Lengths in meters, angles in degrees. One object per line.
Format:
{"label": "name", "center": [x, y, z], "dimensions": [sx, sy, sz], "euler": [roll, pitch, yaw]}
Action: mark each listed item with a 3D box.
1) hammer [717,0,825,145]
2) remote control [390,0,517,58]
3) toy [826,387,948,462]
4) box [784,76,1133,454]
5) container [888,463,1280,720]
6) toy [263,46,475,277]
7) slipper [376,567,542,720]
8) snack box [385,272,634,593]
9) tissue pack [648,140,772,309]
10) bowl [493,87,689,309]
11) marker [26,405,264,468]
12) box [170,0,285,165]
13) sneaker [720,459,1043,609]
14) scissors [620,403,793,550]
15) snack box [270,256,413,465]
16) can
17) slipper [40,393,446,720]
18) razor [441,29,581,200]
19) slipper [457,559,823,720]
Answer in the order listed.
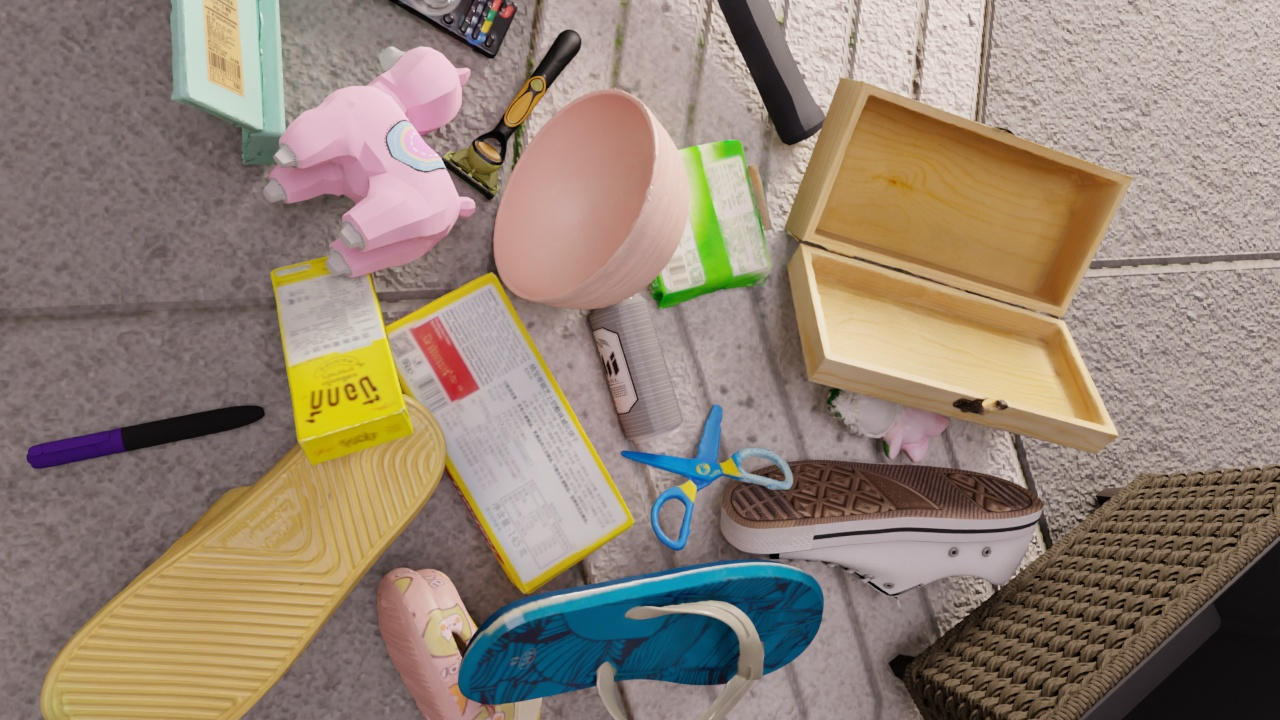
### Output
{"label": "hammer", "center": [0.062, -0.312, 0.691], "dimensions": [0.139, 0.035, 0.312], "euler": [-40, 106, -45]}
{"label": "remote control", "center": [-0.157, -0.264, 0.639], "dimensions": [0.140, 0.021, 0.045], "euler": [26, 80, -20]}
{"label": "toy", "center": [0.197, 0.032, 0.723], "dimensions": [0.109, 0.041, 0.095], "euler": [44, 75, -17]}
{"label": "box", "center": [0.241, -0.068, 0.705], "dimensions": [0.247, 0.119, 0.252], "euler": [14, 71, -15]}
{"label": "container", "center": [0.364, 0.224, 0.675], "dimensions": [0.320, 0.205, 0.176], "euler": [-31, 96, -18]}
{"label": "toy", "center": [-0.158, -0.133, 0.589], "dimensions": [0.123, 0.067, 0.157], "euler": [49, 54, -4]}
{"label": "slipper", "center": [-0.097, 0.213, 0.591], "dimensions": [0.081, 0.093, 0.197], "euler": [-28, 96, -29]}
{"label": "snack box", "center": [-0.093, 0.049, 0.625], "dimensions": [0.092, 0.042, 0.200], "euler": [-31, 95, -17]}
{"label": "tissue pack", "center": [0.044, -0.104, 0.686], "dimensions": [0.099, 0.034, 0.114], "euler": [-14, 91, -16]}
{"label": "bowl", "center": [-0.023, -0.097, 0.617], "dimensions": [0.076, 0.153, 0.153], "euler": [24, 78, -42]}
{"label": "marker", "center": [-0.304, 0.045, 0.568], "dimensions": [0.133, 0.018, 0.015], "euler": [-12, 70, -19]}
{"label": "box", "center": [-0.242, -0.224, 0.548], "dimensions": [0.055, 0.138, 0.187], "euler": [-4, 88, -12]}
{"label": "sneaker", "center": [0.176, 0.139, 0.695], "dimensions": [0.245, 0.091, 0.097], "euler": [1, 111, -15]}
{"label": "scissors", "center": [0.046, 0.081, 0.659], "dimensions": [0.127, 0.013, 0.125], "euler": [12, 55, 5]}
{"label": "snack box", "center": [-0.184, -0.007, 0.558], "dimensions": [0.061, 0.026, 0.148], "euler": [-17, 50, -12]}
{"label": "can", "center": [-0.004, 0.004, 0.657], "dimensions": [0.044, 0.044, 0.106], "euler": [-18, 92, -19]}
{"label": "slipper", "center": [-0.225, 0.124, 0.557], "dimensions": [0.099, 0.078, 0.263], "euler": [46, 74, -11]}
{"label": "razor", "center": [-0.085, -0.183, 0.657], "dimensions": [0.044, 0.021, 0.144], "euler": [36, 74, -13]}
{"label": "slipper", "center": [0.027, 0.186, 0.584], "dimensions": [0.294, 0.060, 0.118], "euler": [7, 116, -38]}
